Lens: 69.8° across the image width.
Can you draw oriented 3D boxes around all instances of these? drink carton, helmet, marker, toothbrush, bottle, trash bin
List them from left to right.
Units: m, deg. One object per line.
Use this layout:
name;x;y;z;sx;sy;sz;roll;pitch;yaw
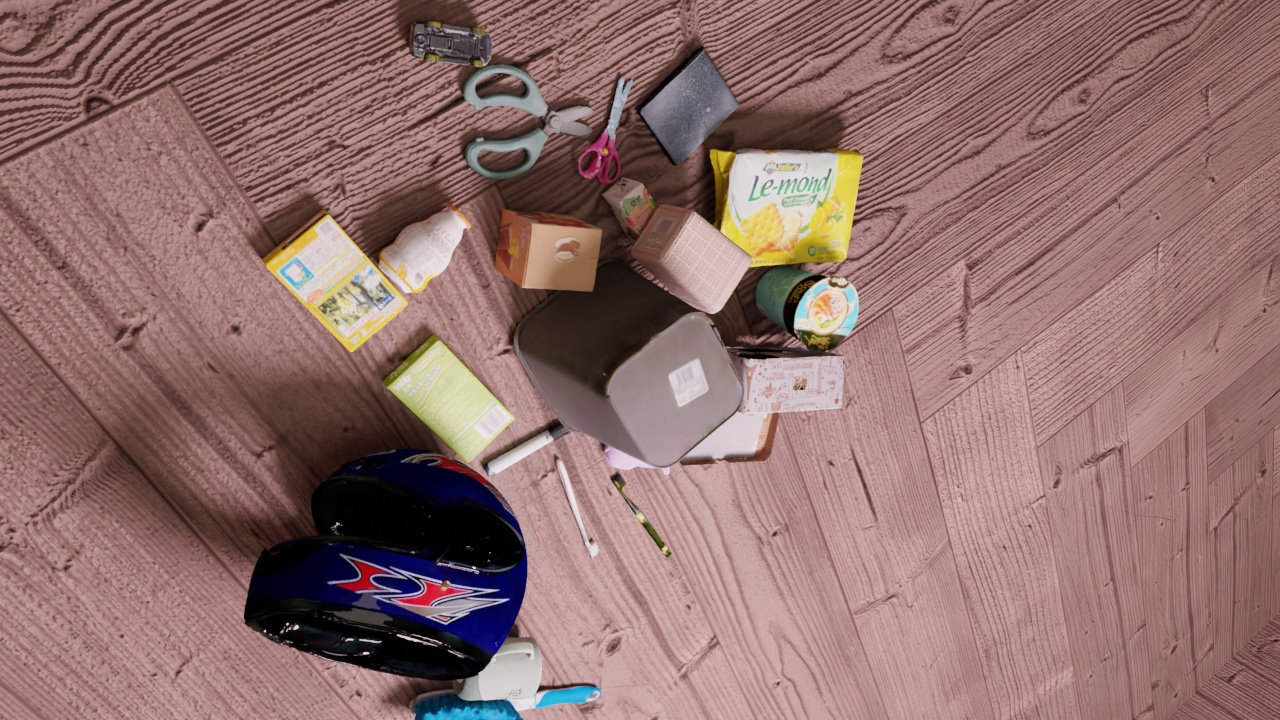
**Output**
helmet;-0.275;0.219;1.051;0.315;0.248;0.239;36;46;-42
bottle;-0.242;-0.128;1.040;0.108;0.063;0.063;-45;125;-8
marker;-0.148;0.117;1.224;0.130;0.018;0.023;-30;130;-17
toothbrush;-0.089;0.210;1.298;0.016;0.016;0.180;-32;123;-25
trash bin;-0.007;0.007;1.131;0.198;0.220;0.199;-39;120;-15
toothbrush;0.005;0.233;1.365;0.017;0.012;0.186;-46;126;-20
drink carton;0.005;-0.174;1.173;0.045;0.053;0.122;-42;125;-10

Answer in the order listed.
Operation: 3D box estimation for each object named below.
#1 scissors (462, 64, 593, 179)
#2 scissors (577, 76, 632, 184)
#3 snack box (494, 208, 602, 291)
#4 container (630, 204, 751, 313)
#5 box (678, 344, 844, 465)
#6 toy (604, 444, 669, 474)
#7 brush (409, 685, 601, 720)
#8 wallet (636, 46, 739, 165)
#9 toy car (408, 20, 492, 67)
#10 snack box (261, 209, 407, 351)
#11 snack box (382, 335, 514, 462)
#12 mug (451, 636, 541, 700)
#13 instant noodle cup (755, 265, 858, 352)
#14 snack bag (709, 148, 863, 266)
scissors;-0.132;-0.264;1.078;0.178;0.019;0.161;8;104;-35
scissors;-0.031;-0.283;1.133;0.072;0.017;0.137;21;93;-44
snack box;-0.111;-0.133;1.096;0.092;0.094;0.077;1;108;-30
container;0.059;-0.129;1.138;0.111;0.090;0.090;35;85;-34
box;0.171;0.073;1.306;0.180;0.158;0.218;1;109;-31
toy;-0.001;0.122;1.299;0.108;0.039;0.084;3;93;-26
brush;-0.182;0.503;1.326;0.314;0.109;0.060;10;95;-25
wallet;0.062;-0.322;1.169;0.120;0.019;0.097;-45;126;-5
toy car;-0.205;-0.343;0.992;0.090;0.035;0.042;-3;112;-30
snack box;-0.337;-0.087;1.021;0.087;0.034;0.140;-43;123;-9
snack box;-0.236;0.050;1.139;0.085;0.026;0.156;-45;125;-8
mug;-0.196;0.420;1.268;0.106;0.082;0.112;9;137;-29
instant noodle cup;0.228;-0.083;1.300;0.111;0.120;0.111;-12;116;-25
snack bag;0.192;-0.212;1.258;0.246;0.068;0.158;-6;113;-28
